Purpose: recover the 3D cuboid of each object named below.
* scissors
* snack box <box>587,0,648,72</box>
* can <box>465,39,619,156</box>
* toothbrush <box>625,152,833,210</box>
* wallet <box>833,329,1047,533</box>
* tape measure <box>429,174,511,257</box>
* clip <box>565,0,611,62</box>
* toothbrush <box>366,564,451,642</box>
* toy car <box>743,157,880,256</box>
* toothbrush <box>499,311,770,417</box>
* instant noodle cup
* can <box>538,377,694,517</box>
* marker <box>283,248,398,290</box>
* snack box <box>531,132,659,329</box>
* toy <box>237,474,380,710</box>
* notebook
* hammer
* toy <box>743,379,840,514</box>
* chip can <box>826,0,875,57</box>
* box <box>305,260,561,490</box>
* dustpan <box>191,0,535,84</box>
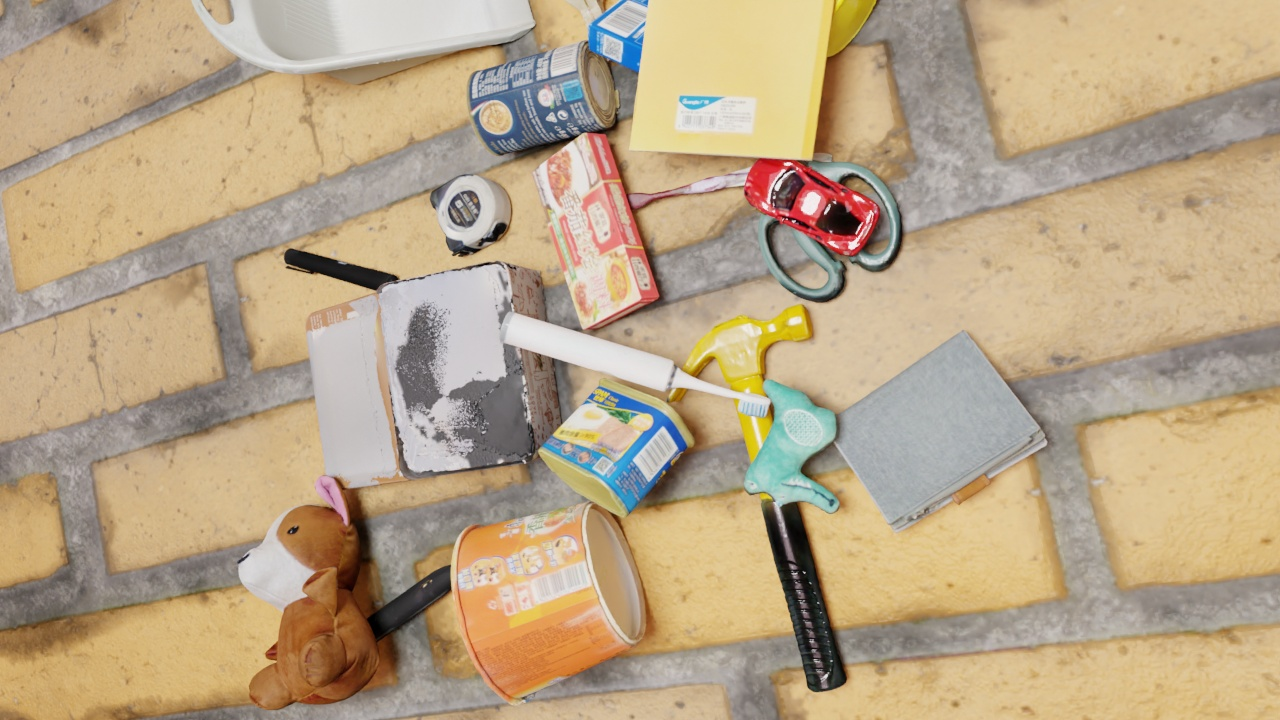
[{"bbox_3d":[0.147,-0.141,0.718,0.129,0.019,0.185,-12,95,19],"label":"scissors"},{"bbox_3d":[0.045,-0.252,0.740,0.157,0.026,0.084,30,59,19],"label":"snack box"},{"bbox_3d":[-0.083,-0.225,0.790,0.111,0.075,0.075,-8,87,21],"label":"can"},{"bbox_3d":[0.066,-0.147,0.764,0.188,0.017,0.016,-9,94,19],"label":"toothbrush"},{"bbox_3d":[0.220,0.056,0.691,0.130,0.037,0.106,-37,67,16],"label":"wallet"},{"bbox_3d":[-0.153,-0.136,0.839,0.066,0.033,0.065,-22,84,22],"label":"tape measure"},{"bbox_3d":[-0.050,-0.313,0.784,0.035,0.096,0.101,-17,72,20],"label":"clip"},{"bbox_3d":[-0.187,0.208,0.856,0.213,0.027,0.026,-36,62,16],"label":"toothbrush"},{"bbox_3d":[0.128,-0.121,0.702,0.106,0.031,0.049,32,104,14],"label":"toy car"},{"bbox_3d":[-0.004,0.004,0.728,0.221,0.026,0.026,17,108,5],"label":"toothbrush"},{"bbox_3d":[-0.069,0.190,0.751,0.111,0.151,0.151,-22,82,12],"label":"instant noodle cup"},{"bbox_3d":[-0.021,0.070,0.741,0.083,0.057,0.102,-47,38,-20],"label":"can"},{"bbox_3d":[-0.296,-0.087,0.902,0.132,0.020,0.022,15,84,21],"label":"marker"},{"bbox_3d":[-0.040,-0.110,0.787,0.075,0.025,0.153,-24,80,41],"label":"snack box"},{"bbox_3d":[-0.310,0.215,0.846,0.140,0.130,0.199,-33,50,29],"label":"toy"},{"bbox_3d":[0.071,-0.256,0.685,0.146,0.010,0.206,8,92,20],"label":"notebook"},{"bbox_3d":[0.109,0.111,0.736,0.129,0.032,0.300,-17,83,21],"label":"hammer"},{"bbox_3d":[0.118,0.073,0.701,0.096,0.030,0.092,31,105,11],"label":"toy"},{"bbox_3d":[0.084,-0.326,0.727,0.213,0.072,0.072,40,103,17],"label":"chip can"},{"bbox_3d":[-0.207,0.021,0.834,0.261,0.102,0.178,-9,87,16],"label":"box"},{"bbox_3d":[-0.264,-0.367,0.828,0.258,0.142,0.222,-19,83,22],"label":"dustpan"}]
